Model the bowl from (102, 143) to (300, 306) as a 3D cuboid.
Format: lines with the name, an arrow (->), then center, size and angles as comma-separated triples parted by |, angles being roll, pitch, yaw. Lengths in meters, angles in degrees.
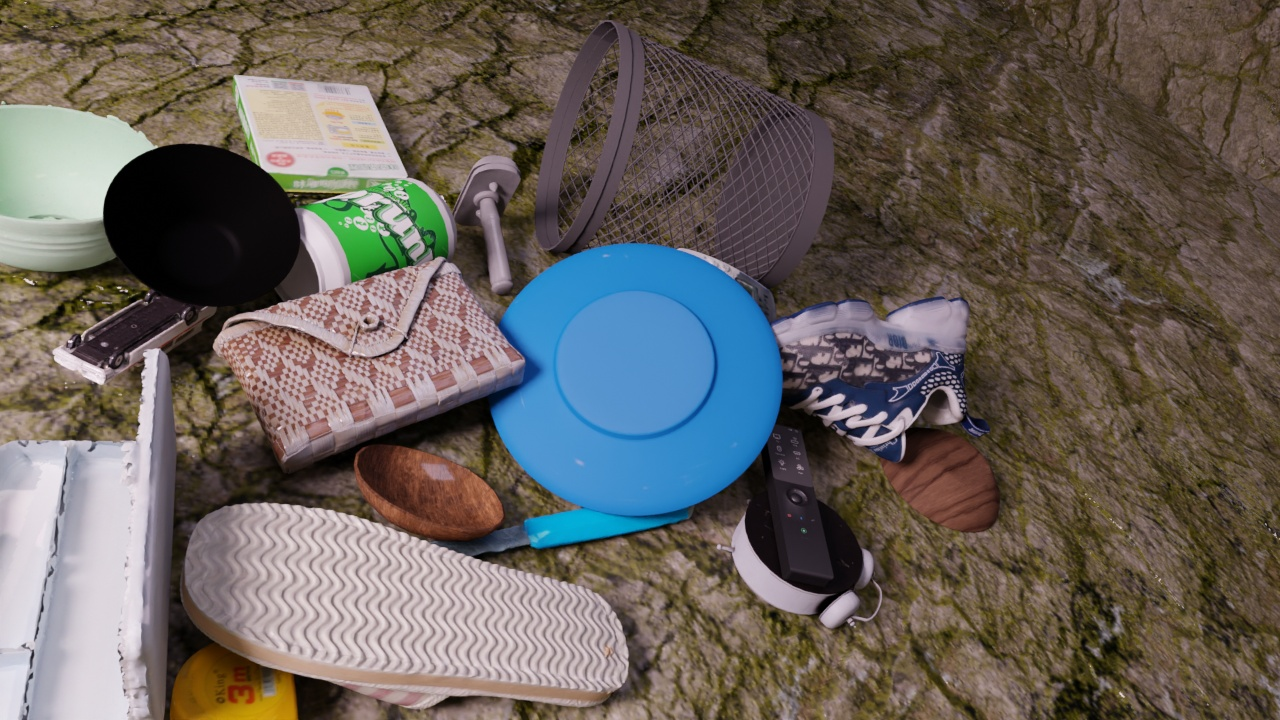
bowl -> -0.312, -0.086, 0.652 | 0.124, 0.053, 0.124 | 13, 64, -29

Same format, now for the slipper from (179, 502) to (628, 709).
slipper -> -0.130, 0.150, 0.534 | 0.262, 0.052, 0.115 | 20, 30, -24

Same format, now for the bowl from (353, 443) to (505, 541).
bowl -> -0.141, 0.092, 0.600 | 0.102, 0.026, 0.114 | 20, 10, -24

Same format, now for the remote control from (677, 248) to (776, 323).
remote control -> 0.069, -0.058, 0.805 | 0.114, 0.028, 0.060 | 26, 50, -24

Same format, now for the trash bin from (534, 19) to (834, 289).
trash bin -> 0.040, -0.186, 0.901 | 0.227, 0.218, 0.217 | 13, 39, -21

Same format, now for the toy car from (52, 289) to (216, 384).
toy car -> -0.341, -0.015, 0.624 | 0.039, 0.039, 0.112 | 26, 32, 1

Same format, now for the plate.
plate -> -0.004, 0.004, 0.689 | 0.224, 0.024, 0.224 | 0, 66, -1

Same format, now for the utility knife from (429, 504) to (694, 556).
utility knife -> -0.048, 0.116, 0.649 | 0.220, 0.015, 0.031 | -2, 42, -35

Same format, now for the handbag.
handbag -> -0.187, -0.006, 0.646 | 0.185, 0.047, 0.124 | -22, 61, -30

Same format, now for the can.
can -> -0.223, -0.092, 0.742 | 0.088, 0.088, 0.139 | 38, 40, 17

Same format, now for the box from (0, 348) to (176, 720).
box -> -0.299, 0.095, 0.471 | 0.105, 0.129, 0.210 | 2, 38, -26

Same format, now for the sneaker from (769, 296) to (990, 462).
sneaker -> 0.188, 0.025, 0.786 | 0.269, 0.103, 0.132 | -6, 75, -27

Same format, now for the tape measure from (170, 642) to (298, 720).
tape measure -> -0.211, 0.177, 0.475 | 0.058, 0.030, 0.068 | 0, 37, -29

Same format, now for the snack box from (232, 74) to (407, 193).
snack box -> -0.314, -0.221, 0.895 | 0.131, 0.027, 0.168 | -4, 46, -31

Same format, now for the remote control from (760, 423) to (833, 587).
remote control -> 0.116, 0.104, 0.694 | 0.034, 0.013, 0.149 | 14, 38, -13

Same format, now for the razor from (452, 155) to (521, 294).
razor -> -0.135, -0.114, 0.841 | 0.047, 0.088, 0.116 | 0, 63, -28

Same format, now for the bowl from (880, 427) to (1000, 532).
bowl -> 0.280, 0.098, 0.834 | 0.119, 0.032, 0.119 | 15, 38, -12

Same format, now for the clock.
clock -> 0.125, 0.150, 0.687 | 0.122, 0.035, 0.094 | 33, 38, 10

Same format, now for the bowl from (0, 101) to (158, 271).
bowl -> -0.429, -0.116, 0.666 | 0.151, 0.077, 0.150 | 15, 39, -13
